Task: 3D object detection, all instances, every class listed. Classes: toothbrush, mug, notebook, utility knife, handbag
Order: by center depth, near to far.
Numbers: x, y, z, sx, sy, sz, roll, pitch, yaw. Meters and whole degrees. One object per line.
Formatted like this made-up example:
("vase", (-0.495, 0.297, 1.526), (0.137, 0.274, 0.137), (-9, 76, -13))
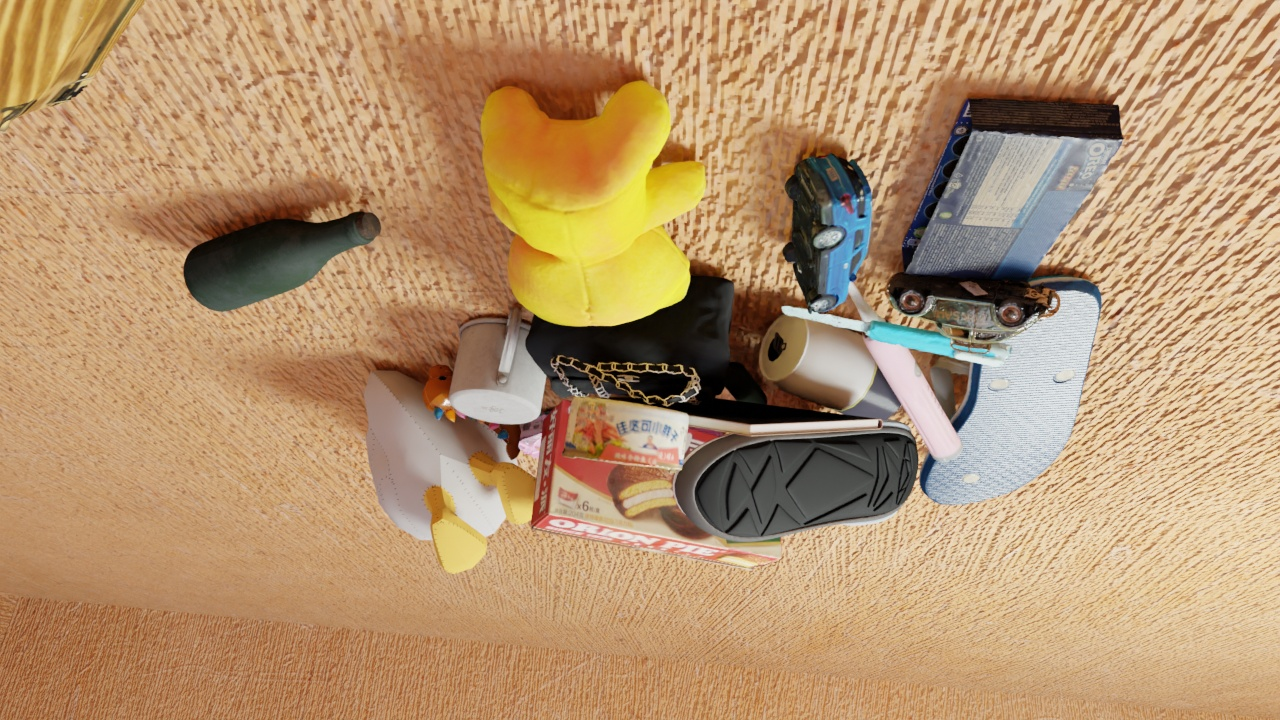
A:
("utility knife", (0.181, -0.020, 0.651), (0.169, 0.015, 0.022), (12, 145, -7))
("toothbrush", (0.190, -0.002, 0.688), (0.027, 0.027, 0.222), (-21, 125, 27))
("handbag", (-0.004, 0.004, 0.711), (0.154, 0.114, 0.125), (0, 155, 6))
("notebook", (0.066, 0.042, 0.742), (0.141, 0.008, 0.209), (1, -177, -38))
("mug", (-0.119, 0.005, 0.790), (0.084, 0.070, 0.113), (11, 156, -11))

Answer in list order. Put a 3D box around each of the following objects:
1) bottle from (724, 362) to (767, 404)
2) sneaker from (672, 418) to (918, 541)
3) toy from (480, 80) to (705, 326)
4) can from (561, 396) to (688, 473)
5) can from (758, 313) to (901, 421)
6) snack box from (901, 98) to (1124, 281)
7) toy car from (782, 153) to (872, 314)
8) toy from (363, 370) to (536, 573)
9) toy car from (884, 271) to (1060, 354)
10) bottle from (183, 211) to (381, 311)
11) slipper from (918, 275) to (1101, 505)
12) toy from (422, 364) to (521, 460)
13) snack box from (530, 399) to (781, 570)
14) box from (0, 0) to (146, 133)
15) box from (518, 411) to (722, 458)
("bottle", (0.087, 0.018, 0.820), (0.025, 0.025, 0.106), (-6, 152, 25))
("sneaker", (0.107, 0.084, 0.802), (0.256, 0.093, 0.160), (0, -169, -33))
("toy", (-0.027, -0.081, 0.573), (0.134, 0.087, 0.194), (1, 153, 3))
("can", (-0.010, 0.053, 0.649), (0.086, 0.043, 0.086), (8, 174, 1))
("can", (0.151, 0.004, 0.731), (0.127, 0.064, 0.064), (20, 151, -27))
("snack box", (0.216, -0.097, 0.550), (0.082, 0.027, 0.150), (4, 155, 2))
("toy car", (0.119, -0.077, 0.580), (0.043, 0.056, 0.120), (-17, 149, -5))
("toy", (-0.207, 0.109, 0.948), (0.268, 0.140, 0.247), (26, 149, 55))
("toy car", (0.223, -0.032, 0.626), (0.112, 0.047, 0.047), (11, 120, 24))
("bottle", (-0.257, -0.078, 0.668), (0.174, 0.055, 0.055), (-11, 150, 30))
("slipper", (0.298, 0.024, 0.752), (0.118, 0.060, 0.295), (-2, 141, 5))
("toy", (-0.154, 0.048, 0.850), (0.090, 0.103, 0.071), (0, 148, -47))
("snack box", (0.020, 0.122, 0.875), (0.236, 0.113, 0.060), (15, 151, -18))
("box", (-0.254, -0.207, 0.272), (0.280, 0.175, 0.247), (-19, 146, 39))
("box", (-0.008, 0.088, 0.977), (0.231, 0.035, 0.159), (-11, 149, 32))
